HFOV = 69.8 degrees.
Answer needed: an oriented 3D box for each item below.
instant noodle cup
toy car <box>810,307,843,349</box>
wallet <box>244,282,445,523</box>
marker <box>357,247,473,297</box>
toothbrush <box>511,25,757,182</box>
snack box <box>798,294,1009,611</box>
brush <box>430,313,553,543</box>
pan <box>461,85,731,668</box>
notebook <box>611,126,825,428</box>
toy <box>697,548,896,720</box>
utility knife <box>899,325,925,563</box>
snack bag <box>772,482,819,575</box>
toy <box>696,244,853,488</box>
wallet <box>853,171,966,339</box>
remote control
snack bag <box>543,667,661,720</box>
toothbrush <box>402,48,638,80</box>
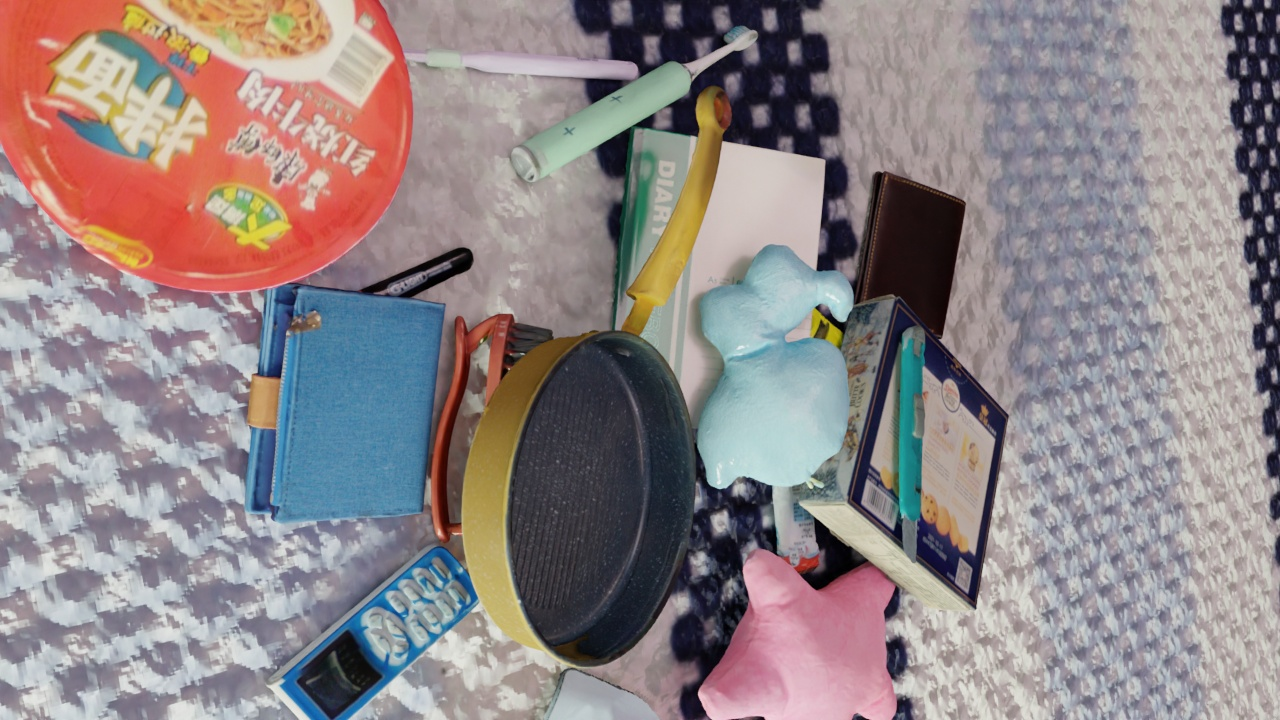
[{"bbox_3d":[-0.219,-0.135,0.479,0.193,0.066,0.194,-6,108,-21],"label":"instant noodle cup"},{"bbox_3d":[0.124,-0.021,0.704,0.105,0.032,0.048,38,72,-25],"label":"toy car"},{"bbox_3d":[-0.170,0.025,0.531,0.106,0.040,0.133,4,93,-39],"label":"wallet"},{"bbox_3d":[-0.156,-0.040,0.559,0.123,0.015,0.018,-30,109,-26],"label":"marker"},{"bbox_3d":[0.004,-0.186,0.642,0.224,0.026,0.027,-36,63,-24],"label":"toothbrush"},{"bbox_3d":[0.213,0.074,0.713,0.178,0.046,0.182,39,57,-29],"label":"snack box"},{"bbox_3d":[-0.092,0.043,0.571,0.069,0.063,0.145,4,86,0],"label":"brush"},{"bbox_3d":[-0.003,0.003,0.559,0.197,0.078,0.357,23,72,-57],"label":"pan"},{"bbox_3d":[0.055,-0.054,0.659,0.150,0.012,0.209,6,87,-14],"label":"notebook"},{"bbox_3d":[0.119,0.229,0.669,0.194,0.075,0.178,9,82,-34],"label":"toy"},{"bbox_3d":[0.197,0.056,0.663,0.029,0.013,0.179,20,68,-37],"label":"utility knife"},{"bbox_3d":[0.116,0.118,0.701,0.048,0.026,0.104,-9,93,-35],"label":"snack bag"},{"bbox_3d":[0.094,0.013,0.631,0.161,0.050,0.156,-37,83,1],"label":"toy"},{"bbox_3d":[0.227,-0.088,0.770,0.096,0.020,0.122,14,84,-23],"label":"wallet"},{"bbox_3d":[-0.157,0.166,0.551,0.124,0.024,0.049,-40,108,-22],"label":"remote control"},{"bbox_3d":[0.003,0.294,0.632,0.191,0.039,0.110,31,86,-24],"label":"snack bag"},{"bbox_3d":[-0.084,-0.198,0.599,0.188,0.029,0.021,-4,132,-31],"label":"toothbrush"}]
